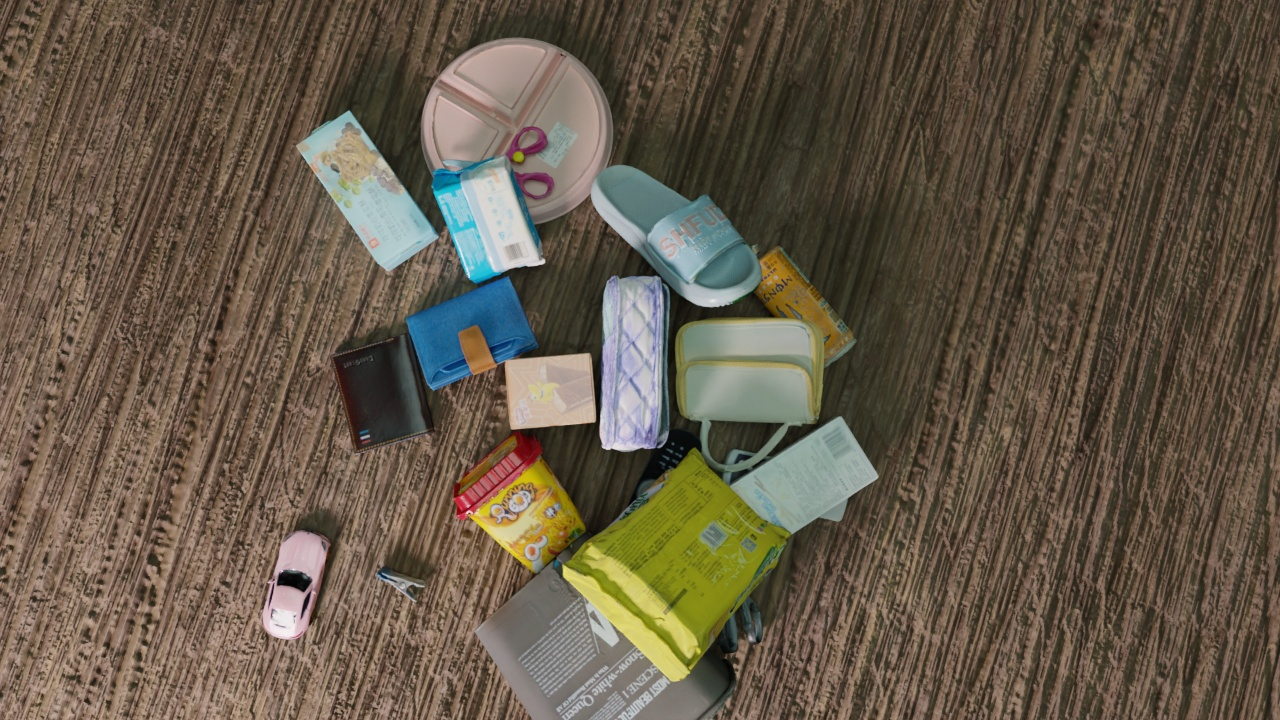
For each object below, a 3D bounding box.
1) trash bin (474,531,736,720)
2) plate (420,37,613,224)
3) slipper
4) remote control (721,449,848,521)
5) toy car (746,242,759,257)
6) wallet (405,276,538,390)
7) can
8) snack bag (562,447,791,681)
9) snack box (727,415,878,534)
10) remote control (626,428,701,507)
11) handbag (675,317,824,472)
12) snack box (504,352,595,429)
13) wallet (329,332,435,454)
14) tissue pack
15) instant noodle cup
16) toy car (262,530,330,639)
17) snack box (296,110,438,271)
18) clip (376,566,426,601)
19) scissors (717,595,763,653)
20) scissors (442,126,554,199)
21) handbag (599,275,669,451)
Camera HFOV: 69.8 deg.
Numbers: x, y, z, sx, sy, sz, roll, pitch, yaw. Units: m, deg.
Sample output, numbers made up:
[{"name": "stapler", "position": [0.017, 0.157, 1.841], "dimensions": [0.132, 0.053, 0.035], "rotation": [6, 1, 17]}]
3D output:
[{"name": "trash bin", "position": [-0.042, 0.315, 0.977], "dimensions": [0.199, 0.199, 0.220], "rotation": [-41, 83, -4]}, {"name": "plate", "position": [-0.146, -0.274, 1.086], "dimensions": [0.229, 0.028, 0.229], "rotation": [0, 86, -3]}, {"name": "slipper", "position": [0.041, -0.154, 1.023], "dimensions": [0.103, 0.074, 0.245], "rotation": [-31, 61, -32]}, {"name": "remote control", "position": [0.170, 0.146, 1.076], "dimensions": [0.150, 0.021, 0.058], "rotation": [12, 86, -2]}, {"name": "toy car", "position": [0.098, -0.114, 1.080], "dimensions": [0.090, 0.042, 0.035], "rotation": [-24, 99, -2]}, {"name": "wallet", "position": [-0.194, -0.032, 1.052], "dimensions": [0.133, 0.040, 0.106], "rotation": [-23, 63, -4]}, {"name": "can", "position": [0.185, -0.062, 1.071], "dimensions": [0.058, 0.058, 0.146], "rotation": [-40, 89, -4]}, {"name": "snack bag", "position": [0.048, 0.196, 0.936], "dimensions": [0.158, 0.245, 0.068], "rotation": [42, 130, 11]}, {"name": "snack box", "position": [0.185, 0.139, 1.051], "dimensions": [0.156, 0.027, 0.084], "rotation": [-32, 89, -5]}, {"name": "remote control", "position": [0.026, 0.140, 1.063], "dimensions": [0.053, 0.024, 0.136], "rotation": [27, 99, -1]}, {"name": "handbag", "position": [0.120, 0.040, 1.037], "dimensions": [0.163, 0.063, 0.178], "rotation": [1, 92, 21]}, {"name": "snack box", "position": [-0.099, 0.036, 1.035], "dimensions": [0.094, 0.093, 0.077], "rotation": [-5, 87, -3]}, {"name": "wallet", "position": [-0.299, 0.038, 1.065], "dimensions": [0.096, 0.020, 0.122], "rotation": [-15, 85, -3]}, {"name": "tissue pack", "position": [-0.171, -0.160, 1.040], "dimensions": [0.090, 0.063, 0.140], "rotation": [-16, 115, 6]}, {"name": "instant noodle cup", "position": [-0.131, 0.160, 1.023], "dimensions": [0.116, 0.116, 0.123], "rotation": [-41, 100, -5]}, {"name": "toy car", "position": [-0.390, 0.253, 1.038], "dimensions": [0.056, 0.037, 0.122], "rotation": [13, 85, -3]}, {"name": "snack box", "position": [-0.314, -0.195, 1.061], "dimensions": [0.074, 0.051, 0.175], "rotation": [-35, 88, -5]}, {"name": "clip", "position": [-0.274, 0.252, 1.049], "dimensions": [0.057, 0.024, 0.029], "rotation": [31, 89, -4]}, {"name": "scissors", "position": [0.104, 0.251, 1.045], "dimensions": [0.014, 0.159, 0.173], "rotation": [-18, 119, 31]}, {"name": "scissors", "position": [-0.161, -0.213, 1.062], "dimensions": [0.136, 0.017, 0.105], "rotation": [-27, 94, 1]}, {"name": "handbag", "position": [-0.006, 0.006, 1.020], "dimensions": [0.075, 0.134, 0.194], "rotation": [3, 86, -6]}]
